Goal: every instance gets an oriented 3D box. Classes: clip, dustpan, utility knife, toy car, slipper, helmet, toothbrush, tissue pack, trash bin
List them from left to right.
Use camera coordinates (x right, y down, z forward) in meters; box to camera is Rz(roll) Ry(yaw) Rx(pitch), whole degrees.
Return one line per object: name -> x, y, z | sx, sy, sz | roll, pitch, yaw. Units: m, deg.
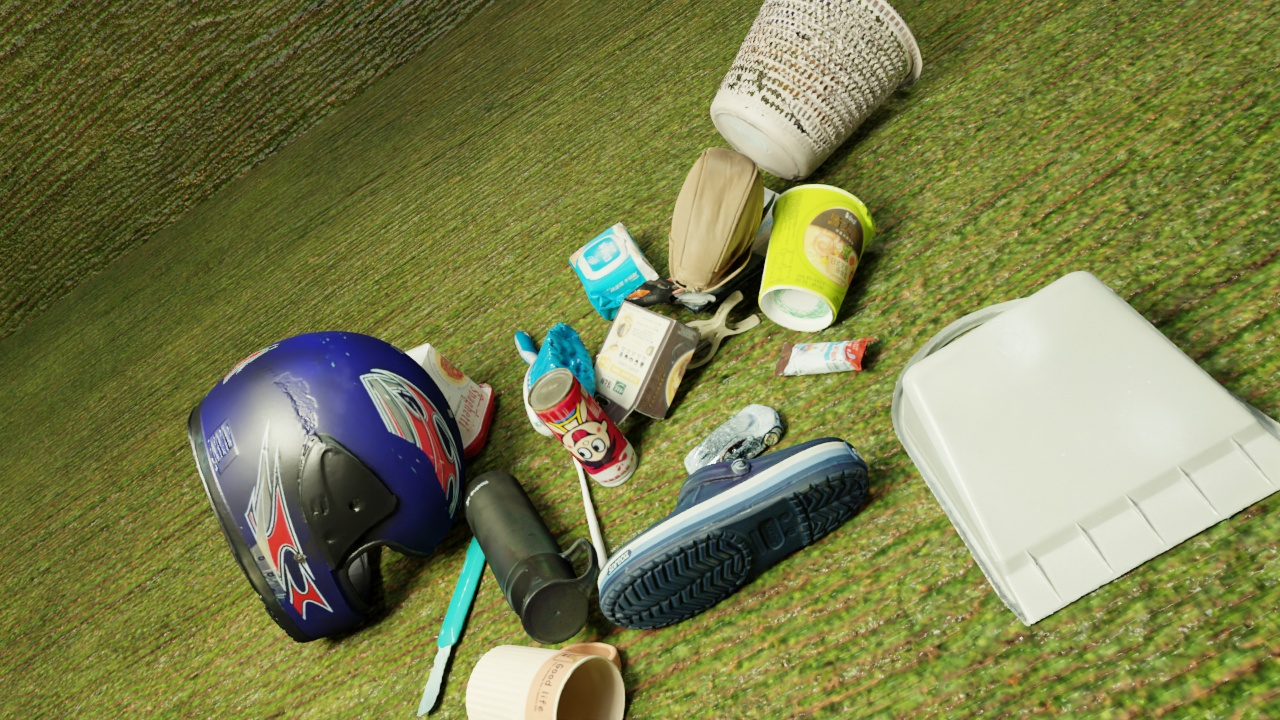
helmet -> -0.304, 0.121, 0.971 | 0.240, 0.316, 0.247 | -20, 20, -9
utility knife -> -0.186, 0.255, 0.928 | 0.029, 0.013, 0.218 | -15, 38, 25
toothbrush -> -0.048, 0.149, 0.932 | 0.016, 0.016, 0.180 | -27, 35, 6
tissue pack -> -0.036, -0.117, 1.185 | 0.090, 0.063, 0.140 | -34, 35, 4
clip -> 0.079, -0.032, 1.006 | 0.100, 0.074, 0.034 | -32, 35, 9
slipper -> 0.067, 0.131, 0.771 | 0.253, 0.105, 0.095 | -30, 42, 5
toy car -> 0.089, 0.079, 0.879 | 0.105, 0.031, 0.049 | -38, 35, -3
trash bin -> 0.199, -0.341, 1.135 | 0.192, 0.227, 0.227 | -54, 36, -3
dustpan -> 0.323, 0.047, 0.733 | 0.223, 0.142, 0.257 | -32, 64, 7

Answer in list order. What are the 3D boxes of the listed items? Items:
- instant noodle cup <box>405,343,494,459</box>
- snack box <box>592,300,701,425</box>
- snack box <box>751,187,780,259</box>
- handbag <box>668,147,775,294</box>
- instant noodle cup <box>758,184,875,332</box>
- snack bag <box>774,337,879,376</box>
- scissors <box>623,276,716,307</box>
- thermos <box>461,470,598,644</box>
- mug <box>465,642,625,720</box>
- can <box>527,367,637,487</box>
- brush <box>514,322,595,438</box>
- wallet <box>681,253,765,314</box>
instant noodle cup -> -0.258, 0.054, 1.127 | 0.117, 0.124, 0.116 | -19, 39, 23
snack box -> -0.006, 0.006, 1.001 | 0.113, 0.053, 0.125 | 27, 93, 56
snack box -> 0.137, -0.175, 1.134 | 0.084, 0.027, 0.157 | -39, 35, -4
handbag -> 0.085, -0.153, 0.994 | 0.204, 0.100, 0.148 | -70, -3, -75
instant noodle cup -> 0.177, -0.099, 0.954 | 0.112, 0.111, 0.123 | -3, 55, 38
snack bag -> 0.181, -0.003, 0.899 | 0.105, 0.026, 0.045 | -6, 48, 40
scissors -> 0.055, -0.083, 1.030 | 0.138, 0.022, 0.235 | -28, 14, -30
thermos -> -0.104, 0.174, 0.874 | 0.090, 0.068, 0.242 | -39, 26, -9
mug -> -0.070, 0.272, 0.761 | 0.106, 0.082, 0.114 | -6, 18, 38
can -> -0.056, 0.070, 0.925 | 0.053, 0.133, 0.053 | -23, 37, 19
brush -> -0.113, -0.003, 1.086 | 0.110, 0.060, 0.314 | -56, 22, 19
wallet -> 0.093, -0.087, 1.041 | 0.097, 0.019, 0.121 | -37, 8, 1
